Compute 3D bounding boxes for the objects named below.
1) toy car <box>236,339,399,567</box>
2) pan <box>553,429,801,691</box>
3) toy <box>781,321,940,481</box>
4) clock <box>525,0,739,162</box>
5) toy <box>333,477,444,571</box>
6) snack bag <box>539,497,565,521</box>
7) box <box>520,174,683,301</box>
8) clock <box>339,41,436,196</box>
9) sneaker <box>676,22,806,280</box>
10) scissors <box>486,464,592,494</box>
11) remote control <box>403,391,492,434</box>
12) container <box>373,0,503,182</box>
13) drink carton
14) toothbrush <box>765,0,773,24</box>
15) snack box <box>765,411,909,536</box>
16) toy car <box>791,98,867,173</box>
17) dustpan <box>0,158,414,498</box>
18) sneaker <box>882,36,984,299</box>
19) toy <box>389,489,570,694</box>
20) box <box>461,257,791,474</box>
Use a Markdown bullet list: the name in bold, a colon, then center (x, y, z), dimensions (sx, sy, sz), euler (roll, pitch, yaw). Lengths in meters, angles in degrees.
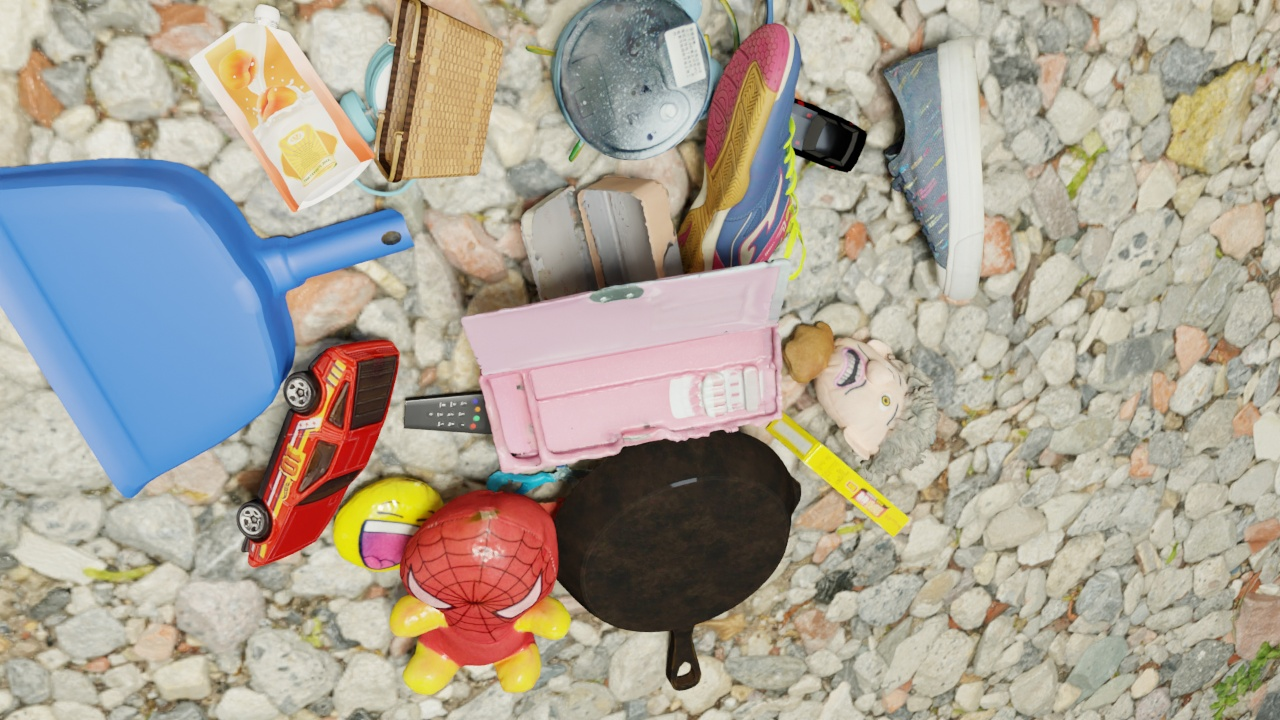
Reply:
- **toy car**: center (-0.242, 0.070, 0.695), dimensions (0.056, 0.081, 0.189), euler (31, 104, 14)
- **pan**: center (0.040, 0.211, 0.851), dimensions (0.248, 0.043, 0.357), euler (-13, 129, -10)
- **toy**: center (0.208, 0.025, 0.846), dimensions (0.176, 0.076, 0.132), euler (33, 54, -13)
- **clock**: center (0.005, -0.218, 0.680), dimensions (0.162, 0.060, 0.118), euler (-24, 119, -10)
- **toy**: center (-0.208, 0.138, 0.767), dimensions (0.095, 0.041, 0.094), euler (20, 108, -37)
- **snack bag**: center (-0.070, 0.158, 0.835), dimensions (0.155, 0.044, 0.087), euler (-6, 123, -12)
- **box**: center (-0.009, -0.036, 0.738), dimensions (0.107, 0.094, 0.216), euler (-3, 119, 18)
- **clock**: center (-0.166, -0.173, 0.652), dimensions (0.087, 0.042, 0.123), euler (26, 107, -28)
- **sneaker**: center (0.091, -0.141, 0.703), dimensions (0.091, 0.116, 0.242), euler (2, 139, -14)
- **scissors**: center (-0.066, 0.092, 0.810), dimensions (0.132, 0.015, 0.110), euler (4, 122, -21)
- **remote control**: center (-0.135, 0.043, 0.771), dimensions (0.124, 0.010, 0.039), euler (1, 112, -21)
- **container**: center (-0.134, -0.174, 0.603), dimensions (0.061, 0.063, 0.114), euler (3, 115, -29)
- **drink carton**: center (-0.239, -0.169, 0.612), dimensions (0.069, 0.039, 0.122), euler (-34, 95, 2)
- **toothbrush**: center (0.101, -0.238, 0.722), dimensions (0.016, 0.021, 0.132), euler (-9, 103, -4)
- **snack box**: center (0.191, 0.110, 0.886), dimensions (0.152, 0.075, 0.025), euler (38, 93, -30)
- **toy car**: center (0.147, -0.186, 0.761), dimensions (0.091, 0.036, 0.042), euler (15, 106, -25)
- **dustpan**: center (-0.288, -0.049, 0.646), dimensions (0.257, 0.059, 0.246), euler (-17, 118, -3)
- **sneaker**: center (0.257, -0.160, 0.804), dimensions (0.079, 0.087, 0.236), euler (-3, 123, 19)
- **toy**: center (-0.135, 0.193, 0.768), dimensions (0.147, 0.098, 0.217), euler (-1, 128, -16)
- **box**: center (-0.006, -0.003, 0.689), dimensions (0.233, 0.059, 0.180), euler (-9, 135, -5)
